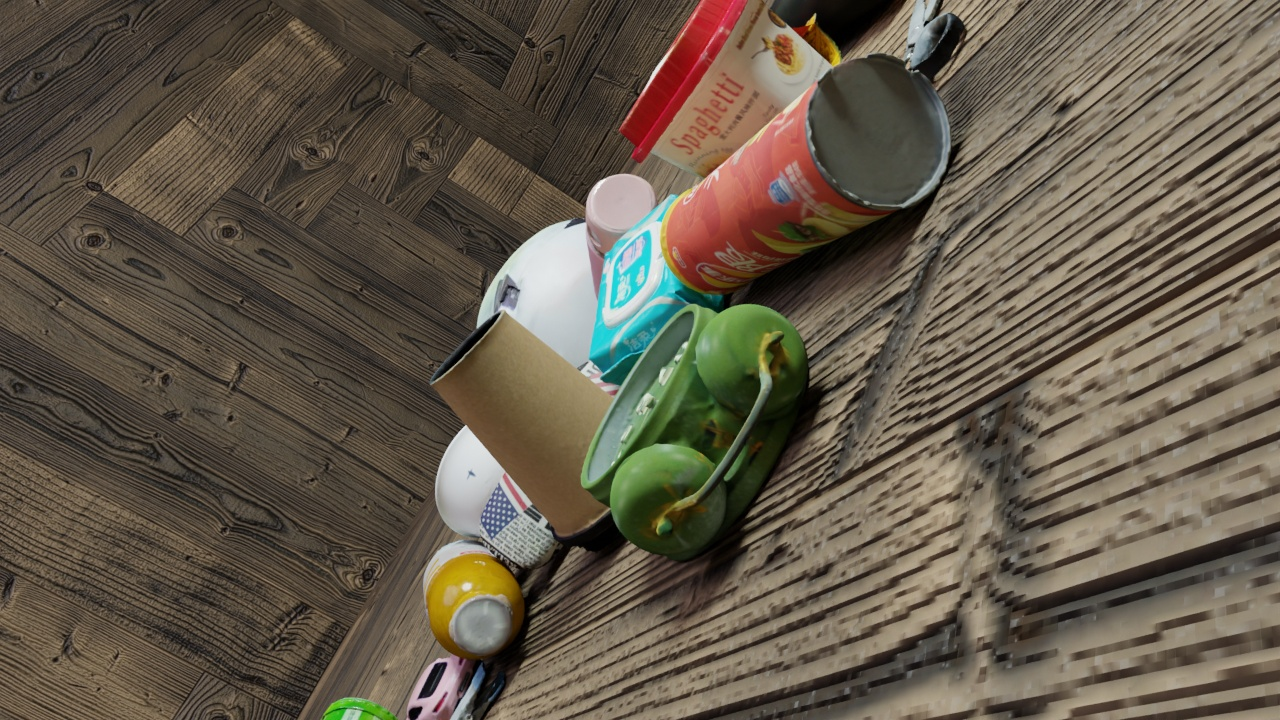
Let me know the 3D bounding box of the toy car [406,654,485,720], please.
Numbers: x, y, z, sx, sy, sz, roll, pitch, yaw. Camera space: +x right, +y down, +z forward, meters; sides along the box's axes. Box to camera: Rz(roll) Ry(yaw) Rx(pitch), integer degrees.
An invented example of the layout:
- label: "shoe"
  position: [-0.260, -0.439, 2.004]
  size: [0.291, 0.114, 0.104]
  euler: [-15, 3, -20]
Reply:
- label: "toy car"
  position: [-0.150, 0.247, 0.668]
  size: [0.123, 0.037, 0.056]
  euler: [-49, 12, 47]

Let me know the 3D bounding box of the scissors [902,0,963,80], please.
- label: "scissors"
  position: [0.161, -0.190, 0.547]
  size: [0.163, 0.014, 0.164]
  euler: [-56, 9, 7]

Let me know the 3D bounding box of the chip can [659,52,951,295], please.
- label: "chip can"
  position: [0.075, -0.086, 0.488]
  size: [0.073, 0.073, 0.217]
  euler: [-60, 11, -13]

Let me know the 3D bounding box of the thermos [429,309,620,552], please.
- label: "thermos"
  position: [-0.052, 0.041, 0.544]
  size: [0.093, 0.143, 0.093]
  euler: [-42, 15, 14]

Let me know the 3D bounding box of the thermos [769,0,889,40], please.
- label: "thermos"
  position: [0.159, -0.292, 0.765]
  size: [0.242, 0.068, 0.090]
  euler: [-149, 58, -82]

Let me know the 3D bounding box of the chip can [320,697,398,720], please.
- label: "chip can"
  position: [-0.250, 0.363, 0.696]
  size: [0.073, 0.072, 0.220]
  euler: [-52, 11, 31]

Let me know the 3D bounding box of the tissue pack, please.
- label: "tissue pack"
  position: [0.011, -0.048, 0.645]
  size: [0.093, 0.050, 0.133]
  euler: [-37, 33, 34]

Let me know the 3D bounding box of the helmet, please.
- label: "helmet"
  position: [-0.094, -0.062, 1.023]
  size: [0.230, 0.146, 0.257]
  euler: [-42, 18, 57]

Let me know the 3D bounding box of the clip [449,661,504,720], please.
- label: "clip"
  position: [-0.110, 0.224, 0.590]
  size: [0.058, 0.038, 0.026]
  euler: [-60, 12, -2]

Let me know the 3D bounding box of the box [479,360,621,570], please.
- label: "box"
  position: [-0.053, 0.073, 0.657]
  size: [0.068, 0.051, 0.164]
  euler: [28, 80, 40]

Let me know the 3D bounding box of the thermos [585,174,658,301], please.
- label: "thermos"
  position: [-0.008, -0.091, 0.810]
  size: [0.067, 0.087, 0.199]
  euler: [-37, -11, -10]

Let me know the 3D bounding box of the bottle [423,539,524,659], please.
- label: "bottle"
  position: [-0.120, 0.171, 0.658]
  size: [0.068, 0.068, 0.190]
  euler: [-60, 10, -11]

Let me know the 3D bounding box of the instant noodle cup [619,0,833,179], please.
- label: "instant noodle cup"
  position: [0.069, -0.168, 0.604]
  size: [0.117, 0.124, 0.116]
  euler: [-45, 16, 49]

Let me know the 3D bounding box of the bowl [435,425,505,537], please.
- label: "bowl"
  position: [-0.092, 0.099, 0.714]
  size: [0.065, 0.118, 0.118]
  euler: [28, 84, 42]

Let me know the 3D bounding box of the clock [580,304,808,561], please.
- label: "clock"
  position: [0.024, 0.030, 0.414]
  size: [0.116, 0.056, 0.161]
  euler: [-60, 10, -5]

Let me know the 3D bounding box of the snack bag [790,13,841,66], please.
- label: "snack bag"
  position: [0.091, -0.198, 0.792]
  size: [0.208, 0.073, 0.128]
  euler: [134, 157, -68]
